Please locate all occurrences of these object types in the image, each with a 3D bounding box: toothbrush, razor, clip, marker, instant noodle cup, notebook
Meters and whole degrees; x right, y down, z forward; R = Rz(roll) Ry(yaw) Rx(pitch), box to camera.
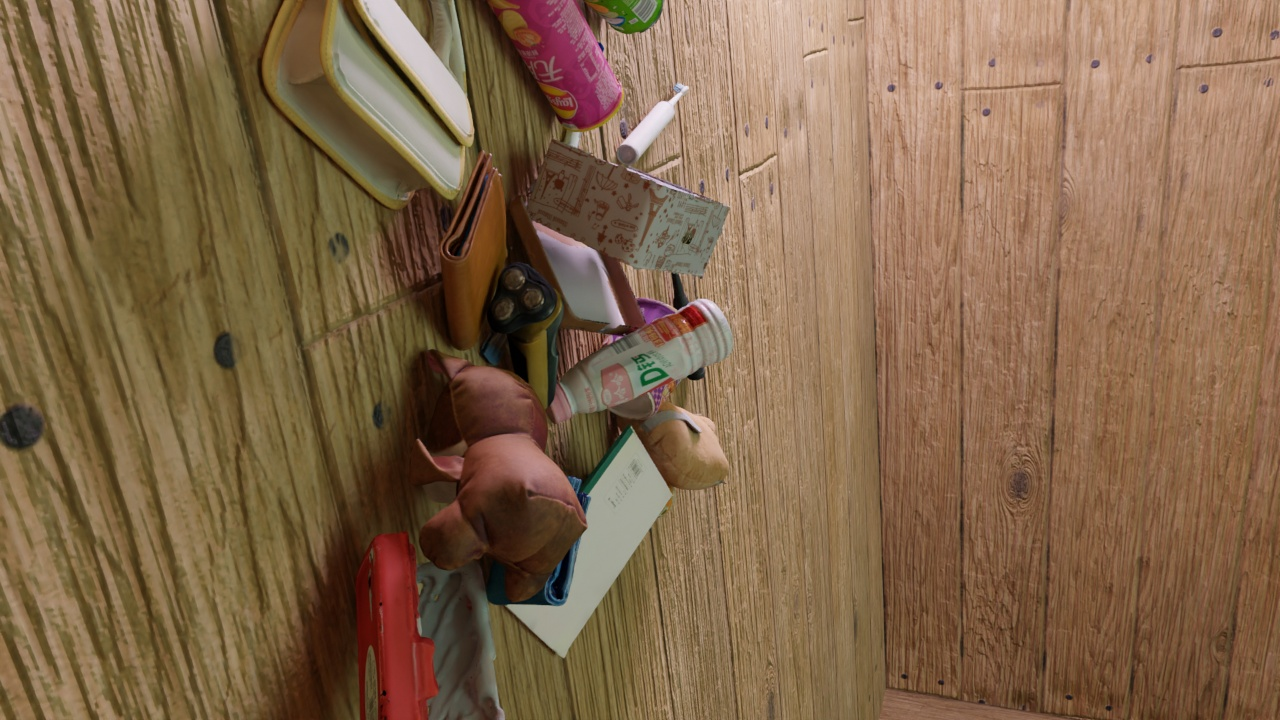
[{"bbox_3d":[0.021,-0.296,1.124,0.027,0.026,0.220,-57,-178,42],"label":"toothbrush"},{"bbox_3d":[-0.154,-0.299,0.731,0.018,0.016,0.191,-45,132,-70],"label":"toothbrush"},{"bbox_3d":[-0.098,-0.011,0.803,0.067,0.062,0.168,-33,150,-25],"label":"razor"},{"bbox_3d":[-0.127,-0.025,0.815,0.024,0.028,0.056,48,58,-55],"label":"clip"},{"bbox_3d":[-0.060,-0.269,0.949,0.017,0.017,0.145,50,46,-57],"label":"marker"},{"bbox_3d":[0.056,-0.068,1.224,0.027,0.026,0.213,-118,-168,-60],"label":"toothbrush"},{"bbox_3d":[0.000,0.004,1.004,0.099,0.112,0.112,-60,144,-33],"label":"instant noodle cup"},{"bbox_3d":[-0.047,0.183,0.922,0.208,0.012,0.150,-53,144,-20],"label":"notebook"}]

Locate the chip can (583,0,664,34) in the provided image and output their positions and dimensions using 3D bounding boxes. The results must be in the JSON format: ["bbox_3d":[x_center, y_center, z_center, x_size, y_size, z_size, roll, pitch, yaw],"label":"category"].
[{"bbox_3d":[-0.051,-0.391,0.891,0.235,0.072,0.072,6,86,-67],"label":"chip can"}]

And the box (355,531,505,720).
[{"bbox_3d":[-0.135,0.220,0.615,0.099,0.096,0.201,6,50,-27],"label":"box"}]

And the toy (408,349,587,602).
[{"bbox_3d":[-0.113,0.081,0.694,0.140,0.131,0.199,43,22,-45],"label":"toy"}]

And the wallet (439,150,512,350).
[{"bbox_3d":[-0.128,-0.088,0.728,0.131,0.035,0.118,103,-3,-60],"label":"wallet"}]

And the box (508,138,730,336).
[{"bbox_3d":[-0.034,-0.104,0.882,0.181,0.151,0.168,-4,117,-64],"label":"box"}]

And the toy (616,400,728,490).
[{"bbox_3d":[0.053,0.099,1.111,0.143,0.082,0.225,56,13,22],"label":"toy"}]

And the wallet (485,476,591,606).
[{"bbox_3d":[-0.091,0.155,0.783,0.040,0.133,0.106,21,68,-25],"label":"wallet"}]

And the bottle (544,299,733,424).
[{"bbox_3d":[-0.005,0.005,0.911,0.196,0.068,0.068,-26,125,-16],"label":"bottle"}]

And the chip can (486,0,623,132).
[{"bbox_3d":[-0.085,-0.301,0.820,0.210,0.071,0.071,53,44,-55],"label":"chip can"}]

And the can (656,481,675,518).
[{"bbox_3d":[-0.011,0.153,1.040,0.146,0.058,0.058,17,76,-66],"label":"can"}]

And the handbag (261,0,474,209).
[{"bbox_3d":[-0.171,-0.217,0.647,0.163,0.063,0.178,49,44,-60],"label":"handbag"}]
